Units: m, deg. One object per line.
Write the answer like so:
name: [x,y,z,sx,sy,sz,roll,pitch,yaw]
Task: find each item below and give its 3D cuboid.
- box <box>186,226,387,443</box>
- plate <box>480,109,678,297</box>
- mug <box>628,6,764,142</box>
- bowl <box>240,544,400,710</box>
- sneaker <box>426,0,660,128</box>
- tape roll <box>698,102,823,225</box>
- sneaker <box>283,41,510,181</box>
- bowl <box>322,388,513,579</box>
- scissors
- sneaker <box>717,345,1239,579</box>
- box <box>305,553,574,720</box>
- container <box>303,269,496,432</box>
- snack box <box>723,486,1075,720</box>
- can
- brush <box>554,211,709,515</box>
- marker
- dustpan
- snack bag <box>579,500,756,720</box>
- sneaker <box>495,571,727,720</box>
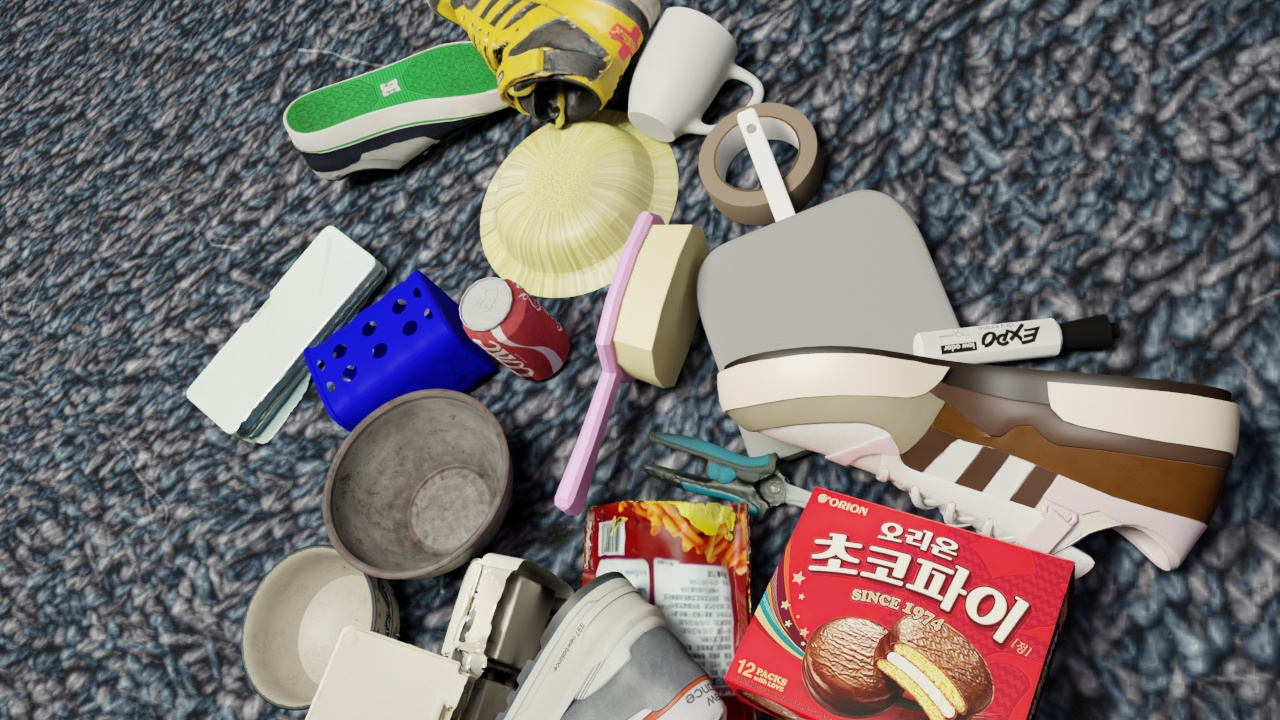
box: [-0.308,-0.023,0.812,0.086,0.072,0.198,28,79,48]
plate: [-0.062,-0.145,0.774,0.185,0.036,0.184,-8,66,18]
mug: [0.045,-0.222,0.755,0.107,0.071,0.089,27,82,1]
bowl: [-0.230,0.200,0.684,0.116,0.059,0.115,-8,66,18]
sneaker: [-0.105,-0.268,0.782,0.239,0.086,0.122,14,77,32]
tape roll: [0.094,-0.154,0.720,0.094,0.030,0.093,-8,66,18]
sneaker: [-0.200,-0.227,0.852,0.235,0.079,0.084,-18,56,-5]
bowl: [-0.155,0.101,0.686,0.145,0.067,0.144,-7,60,13]
scissors: [0.067,0.075,0.634,0.130,0.019,0.135,-35,75,24]
sneaker: [0.188,0.063,0.553,0.294,0.111,0.116,7,84,10]
box: [-0.123,0.185,0.578,0.081,0.182,0.143,6,64,24]
container: [-0.192,0.000,0.739,0.113,0.084,0.085,-36,59,3]
snack box: [0.146,0.155,0.519,0.152,0.036,0.132,13,59,33]
can: [-0.096,-0.024,0.703,0.054,0.096,0.054,-8,66,18]
brush: [-0.004,0.004,0.659,0.043,0.089,0.228,12,73,20]
marker: [0.243,-0.012,0.594,0.126,0.025,0.025,-6,66,5]
dustpan: [0.117,-0.069,0.659,0.163,0.033,0.257,-21,80,12]
snack bag: [0.012,0.195,0.592,0.139,0.066,0.207,-7,68,24]
sneaker: [-0.030,0.256,0.534,0.124,0.088,0.240,25,92,35]
